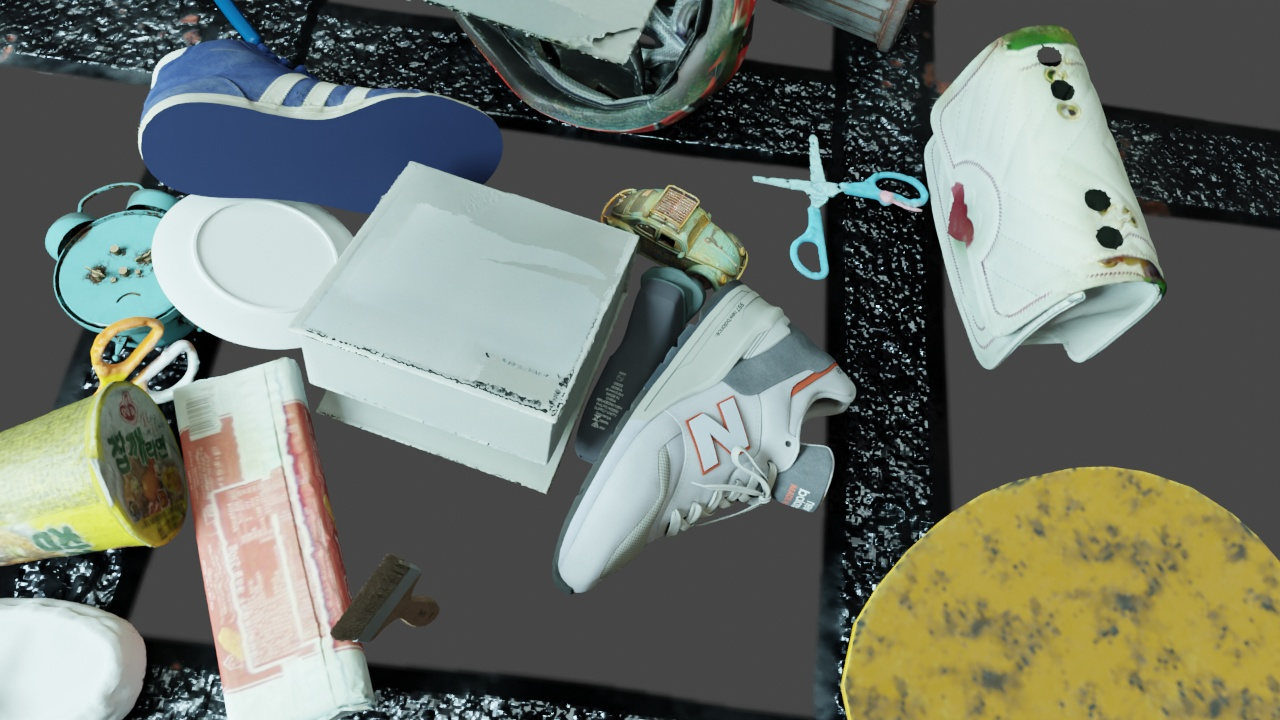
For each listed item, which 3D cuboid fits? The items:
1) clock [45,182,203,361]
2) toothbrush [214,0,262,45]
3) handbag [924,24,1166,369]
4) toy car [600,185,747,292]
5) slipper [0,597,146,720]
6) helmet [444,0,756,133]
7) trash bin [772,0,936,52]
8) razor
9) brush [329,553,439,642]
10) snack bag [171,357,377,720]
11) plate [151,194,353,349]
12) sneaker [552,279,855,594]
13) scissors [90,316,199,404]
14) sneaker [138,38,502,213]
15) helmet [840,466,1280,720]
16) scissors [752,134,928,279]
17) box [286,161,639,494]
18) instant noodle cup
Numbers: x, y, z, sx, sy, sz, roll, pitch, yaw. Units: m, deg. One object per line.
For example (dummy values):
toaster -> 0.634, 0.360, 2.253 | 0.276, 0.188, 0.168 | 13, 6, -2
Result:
clock -> -0.336, -0.064, 0.607 | 0.090, 0.053, 0.124 | -21, 70, -14
toothbrush -> -0.350, -0.308, 0.733 | 0.167, 0.014, 0.014 | 51, 38, 13
handbag -> 0.267, -0.106, 0.629 | 0.096, 0.142, 0.198 | -3, 66, -4
toy car -> 0.025, -0.094, 0.653 | 0.112, 0.047, 0.047 | 30, 64, 8
slipper -> -0.399, 0.173, 0.493 | 0.246, 0.075, 0.112 | -1, 82, -7
helmet -> -0.022, -0.284, 0.653 | 0.272, 0.218, 0.166 | 48, 37, 17
trash bin -> 0.143, -0.340, 0.728 | 0.211, 0.131, 0.130 | 24, 66, 8
razor -> -0.004, 0.003, 0.609 | 0.047, 0.052, 0.142 | 21, 70, 19
brush -> -0.126, 0.130, 0.489 | 0.008, 0.143, 0.045 | 33, 76, 11
snack bag -> -0.221, 0.109, 0.549 | 0.077, 0.041, 0.225 | -17, 70, -11
plate -> -0.247, -0.067, 0.607 | 0.134, 0.011, 0.134 | 17, 51, -22
sneaker -> 0.053, 0.061, 0.565 | 0.124, 0.089, 0.239 | 28, 64, 11
scissors -> -0.333, 0.031, 0.576 | 0.130, 0.070, 0.013 | -51, 50, -2
sneaker -> -0.229, -0.170, 0.654 | 0.232, 0.092, 0.118 | -8, 38, -27
helmet -> 0.218, 0.181, 0.501 | 0.255, 0.131, 0.205 | -24, 70, -14
scissors -> 0.150, -0.115, 0.694 | 0.135, 0.015, 0.135 | 7, 63, 5
box -> -0.117, 0.029, 0.720 | 0.169, 0.405, 0.171 | 19, 65, 4
instant noodle cup -> -0.335, 0.073, 0.526 | 0.108, 0.102, 0.102 | -16, 68, -4
